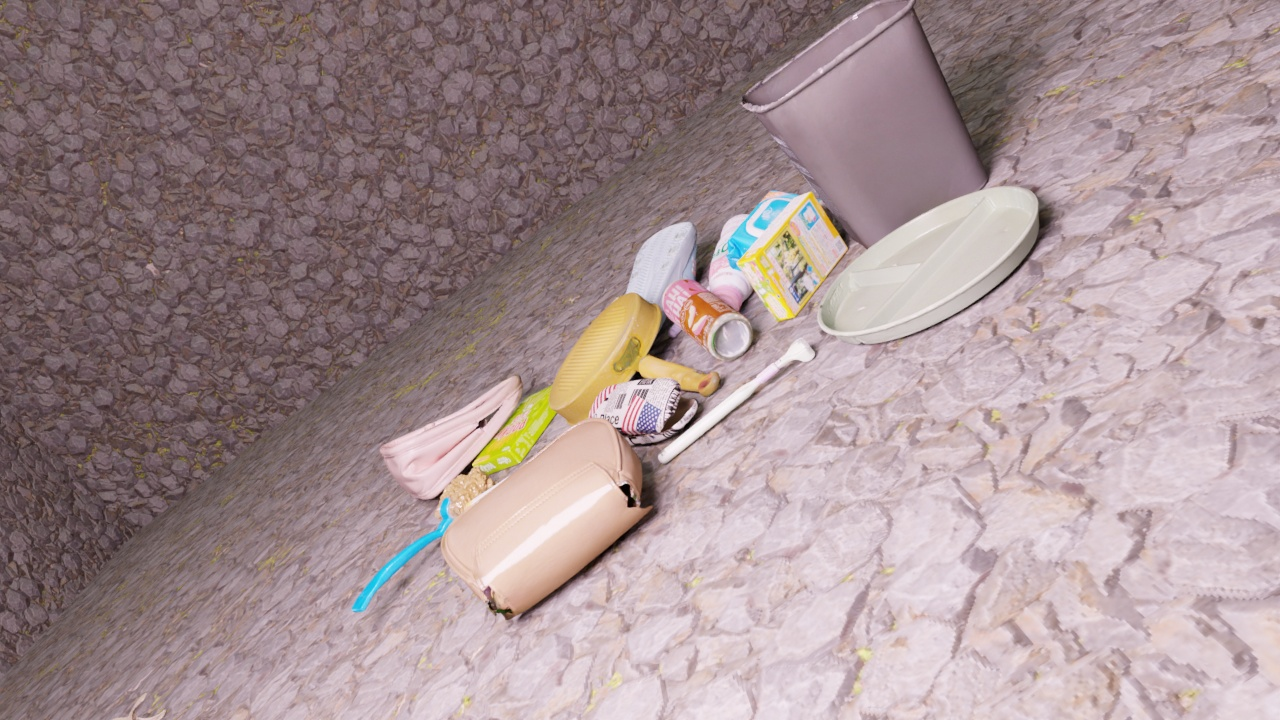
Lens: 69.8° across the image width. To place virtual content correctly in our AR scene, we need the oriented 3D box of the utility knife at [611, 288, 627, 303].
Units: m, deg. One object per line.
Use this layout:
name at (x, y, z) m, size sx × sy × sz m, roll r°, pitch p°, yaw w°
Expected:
utility knife at (-0.071, -0.053, 1.449) m, size 0.176 × 0.019 × 0.031 m, roll -57°, pitch -2°, yaw -3°

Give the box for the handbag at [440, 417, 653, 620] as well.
handbag at (-0.083, 0.152, 0.868) m, size 0.204 × 0.100 × 0.147 m, roll -38°, pitch 24°, yaw -1°

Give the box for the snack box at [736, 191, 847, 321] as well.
snack box at (0.178, -0.121, 1.062) m, size 0.034 × 0.087 × 0.140 m, roll -14°, pitch 29°, yaw 51°

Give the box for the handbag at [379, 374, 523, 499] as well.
handbag at (-0.265, 0.101, 1.354) m, size 0.233 × 0.093 × 0.194 m, roll -39°, pitch 10°, yaw -19°

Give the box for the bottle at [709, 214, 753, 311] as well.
bottle at (0.126, -0.123, 1.215) m, size 0.068 × 0.068 × 0.196 m, roll -27°, pitch 24°, yaw 32°

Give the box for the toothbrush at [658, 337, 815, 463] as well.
toothbrush at (0.094, 0.043, 0.922) m, size 0.189 × 0.020 × 0.029 m, roll -38°, pitch 49°, yaw 3°

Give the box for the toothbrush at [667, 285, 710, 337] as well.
toothbrush at (0.095, -0.095, 1.282) m, size 0.188 × 0.029 × 0.021 m, roll -49°, pitch -20°, yaw -28°

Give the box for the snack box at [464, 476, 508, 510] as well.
snack box at (-0.146, 0.160, 1.085) m, size 0.157 × 0.027 × 0.084 m, roll -33°, pitch 17°, yaw 11°

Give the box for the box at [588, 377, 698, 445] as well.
box at (-0.011, 0.054, 1.006) m, size 0.164 × 0.076 × 0.075 m, roll -7°, pitch 40°, yaw 55°

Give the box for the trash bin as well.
trash bin at (0.256, -0.259, 1.040) m, size 0.199 × 0.220 × 0.198 m, roll -34°, pitch 18°, yaw 10°

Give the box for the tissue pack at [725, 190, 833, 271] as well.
tissue pack at (0.175, -0.158, 1.147) m, size 0.090 × 0.063 × 0.139 m, roll 20°, pitch 51°, yaw 30°

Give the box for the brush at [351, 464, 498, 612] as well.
brush at (-0.263, 0.215, 1.127) m, size 0.083 × 0.046 × 0.253 m, roll -17°, pitch 20°, yaw 41°

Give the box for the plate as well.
plate at (0.276, -0.090, 0.886) m, size 0.230 × 0.027 × 0.230 m, roll -34°, pitch 17°, yaw 12°

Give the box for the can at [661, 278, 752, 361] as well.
can at (0.076, -0.050, 1.082) m, size 0.058 × 0.058 × 0.147 m, roll -38°, pitch 30°, yaw -3°

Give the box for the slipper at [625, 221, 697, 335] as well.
slipper at (0.036, -0.110, 1.358) m, size 0.104 × 0.074 × 0.244 m, roll -19°, pitch 41°, yaw 44°

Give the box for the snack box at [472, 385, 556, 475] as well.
snack box at (-0.166, 0.096, 1.294) m, size 0.086 × 0.026 × 0.156 m, roll -24°, pitch 22°, yaw 40°

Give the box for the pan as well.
pan at (-0.007, 0.007, 1.146) m, size 0.197 × 0.078 × 0.358 m, roll -57°, pitch 18°, yaw -11°

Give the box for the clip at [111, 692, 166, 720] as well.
clip at (-0.719, 0.524, 1.298) m, size 0.103 × 0.076 × 0.034 m, roll -29°, pitch 15°, yaw -6°
